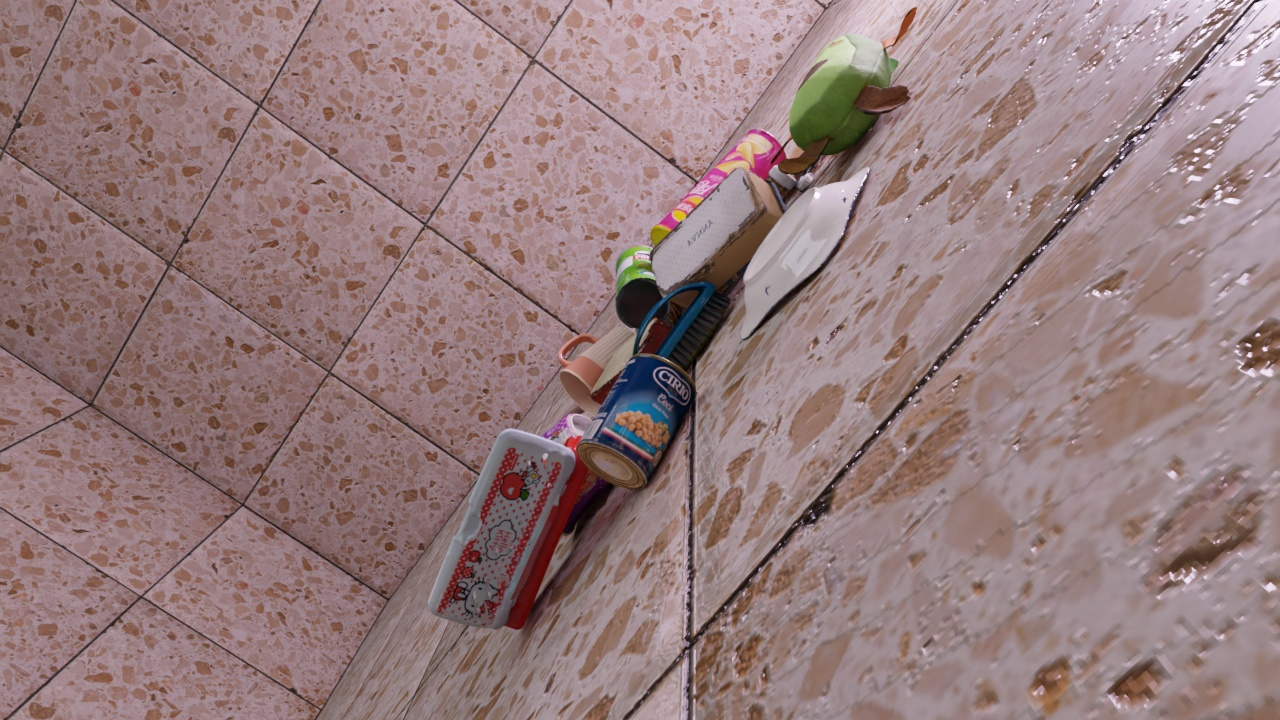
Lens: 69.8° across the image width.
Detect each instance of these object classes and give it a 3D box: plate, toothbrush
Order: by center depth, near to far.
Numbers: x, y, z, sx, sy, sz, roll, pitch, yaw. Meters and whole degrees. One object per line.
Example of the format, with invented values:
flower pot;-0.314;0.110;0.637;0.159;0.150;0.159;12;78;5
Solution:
plate;0.143;-0.109;0.869;0.165;0.034;0.163;-48;9;48
toothbrush;0.224;-0.264;1.154;0.018;0.015;0.180;-39;16;44

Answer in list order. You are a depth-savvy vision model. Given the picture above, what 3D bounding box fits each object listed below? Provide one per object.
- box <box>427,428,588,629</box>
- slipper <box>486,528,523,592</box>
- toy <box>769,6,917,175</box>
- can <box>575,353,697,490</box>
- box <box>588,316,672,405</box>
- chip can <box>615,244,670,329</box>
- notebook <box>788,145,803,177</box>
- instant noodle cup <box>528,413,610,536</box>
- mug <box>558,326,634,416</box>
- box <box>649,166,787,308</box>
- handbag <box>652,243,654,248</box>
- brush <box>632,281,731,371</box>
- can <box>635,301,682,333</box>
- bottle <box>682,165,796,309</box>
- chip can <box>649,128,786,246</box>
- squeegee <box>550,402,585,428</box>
box;-0.125;0.162;0.904;0.118;0.098;0.201;-74;7;-82
slipper;-0.169;0.215;1.324;0.114;0.054;0.273;-45;11;52
toy;0.220;-0.291;1.007;0.228;0.090;0.246;-40;17;33
can;-0.003;0.059;0.871;0.111;0.075;0.075;-59;8;-29
box;-0.007;0.007;1.145;0.091;0.076;0.169;-58;8;-22
chip can;0.000;-0.103;1.251;0.072;0.072;0.235;-53;11;13
notebook;0.220;-0.289;1.218;0.150;0.012;0.210;-59;2;37
instant noodle cup;-0.081;0.119;1.008;0.099;0.111;0.111;-45;9;15
mug;-0.057;0.006;1.275;0.105;0.114;0.082;-41;-28;-24
box;0.093;-0.142;1.063;0.185;0.060;0.089;-38;47;31
handbag;0.129;-0.218;1.364;0.234;0.093;0.193;-47;7;-2
brush;0.038;-0.030;1.035;0.144;0.073;0.055;-55;4;-4
can;0.029;-0.067;1.333;0.058;0.058;0.147;-52;7;21
bottle;0.117;-0.150;1.140;0.206;0.060;0.059;-52;7;16
chip can;0.107;-0.220;1.236;0.210;0.071;0.071;-47;4;-17
squeegee;-0.081;0.072;1.315;0.249;0.040;0.248;-44;27;-16
